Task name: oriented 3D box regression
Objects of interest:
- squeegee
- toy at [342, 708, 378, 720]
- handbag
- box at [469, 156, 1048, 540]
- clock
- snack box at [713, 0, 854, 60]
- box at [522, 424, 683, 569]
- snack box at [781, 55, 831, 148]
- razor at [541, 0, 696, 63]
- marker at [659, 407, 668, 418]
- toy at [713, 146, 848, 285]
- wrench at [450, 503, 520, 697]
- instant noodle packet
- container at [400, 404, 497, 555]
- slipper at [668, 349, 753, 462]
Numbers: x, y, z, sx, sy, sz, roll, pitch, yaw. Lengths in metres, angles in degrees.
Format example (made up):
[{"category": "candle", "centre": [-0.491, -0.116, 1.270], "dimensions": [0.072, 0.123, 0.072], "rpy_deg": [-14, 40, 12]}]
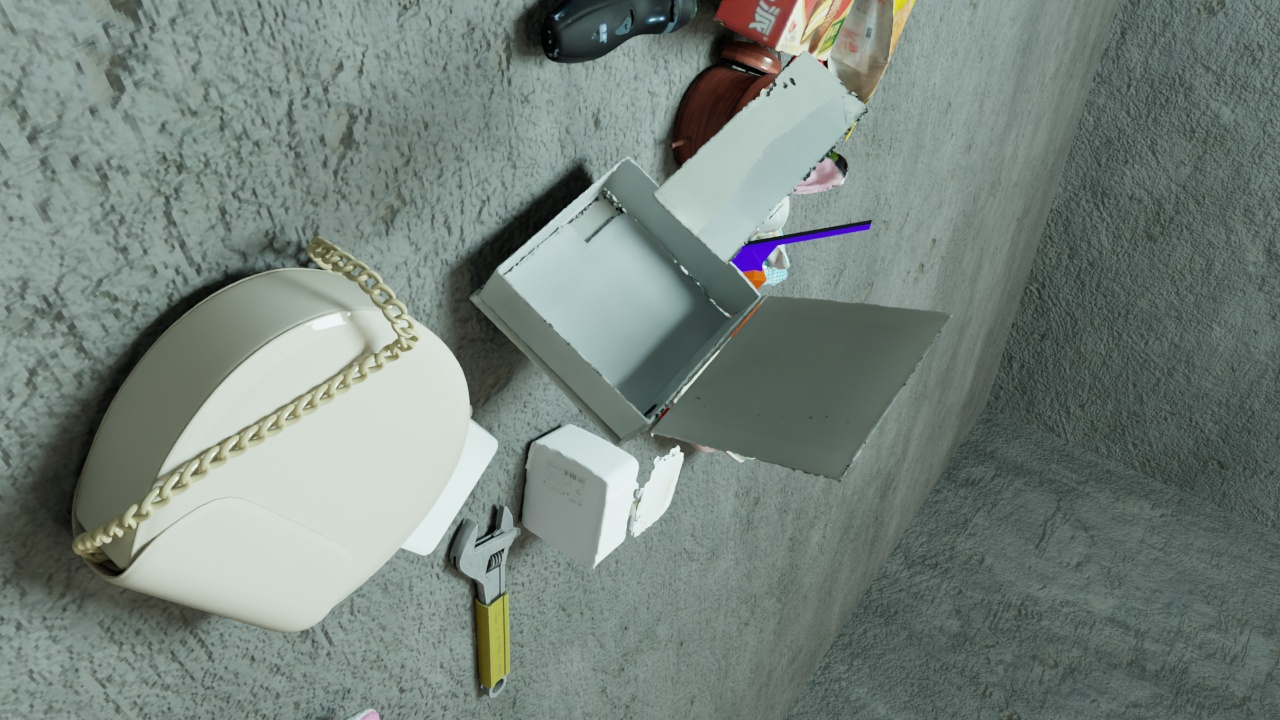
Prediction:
[{"category": "squeegee", "centre": [0.097, -0.065, 0.944], "dimensions": [0.249, 0.055, 0.185], "rpy_deg": [-11, 160, -10]}, {"category": "toy", "centre": [-0.244, 0.418, 0.761], "dimensions": [0.186, 0.128, 0.266], "rpy_deg": [-37, 138, -36]}, {"category": "handbag", "centre": [-0.199, 0.058, 0.547], "dimensions": [0.208, 0.103, 0.211], "rpy_deg": [-53, 150, -11]}, {"category": "box", "centre": [0.067, -0.011, 0.660], "dimensions": [0.166, 0.369, 0.150], "rpy_deg": [-48, 146, -30]}, {"category": "clock", "centre": [0.096, -0.224, 0.852], "dimensions": [0.157, 0.072, 0.120], "rpy_deg": [-56, 152, -13]}, {"category": "snack box", "centre": [0.141, -0.325, 0.785], "dimensions": [0.113, 0.060, 0.235], "rpy_deg": [-65, 169, 23]}, {"category": "box", "centre": [-0.024, 0.117, 0.887], "dimensions": [0.136, 0.124, 0.109], "rpy_deg": [-32, 139, -49]}, {"category": "snack box", "centre": [0.179, -0.276, 1.009], "dimensions": [0.089, 0.021, 0.133], "rpy_deg": [-54, 151, -21]}, {"category": "razor", "centre": [-0.013, -0.244, 0.651], "dimensions": [0.140, 0.064, 0.053], "rpy_deg": [-42, 145, -38]}, {"category": "marker", "centre": [0.012, 0.037, 0.990], "dimensions": [0.023, 0.021, 0.145], "rpy_deg": [-65, 154, -12]}, {"category": "toy", "centre": [0.115, -0.148, 0.962], "dimensions": [0.105, 0.131, 0.206], "rpy_deg": [-5, 134, -25]}, {"category": "wrench", "centre": [-0.147, 0.244, 0.894], "dimensions": [0.083, 0.018, 0.274], "rpy_deg": [-35, 142, -43]}, {"category": "instant noodle packet", "centre": [0.257, -0.370, 0.999], "dimensions": [0.222, 0.084, 0.162], "rpy_deg": [81, 32, -56]}, {"category": "container", "centre": [-0.164, 0.086, 0.691], "dimensions": [0.129, 0.049, 0.081], "rpy_deg": [-59, 153, -10]}, {"category": "slipper", "centre": [0.075, 0.048, 1.049], "dimensions": [0.274, 0.054, 0.114], "rpy_deg": [44, 49, -55]}]
